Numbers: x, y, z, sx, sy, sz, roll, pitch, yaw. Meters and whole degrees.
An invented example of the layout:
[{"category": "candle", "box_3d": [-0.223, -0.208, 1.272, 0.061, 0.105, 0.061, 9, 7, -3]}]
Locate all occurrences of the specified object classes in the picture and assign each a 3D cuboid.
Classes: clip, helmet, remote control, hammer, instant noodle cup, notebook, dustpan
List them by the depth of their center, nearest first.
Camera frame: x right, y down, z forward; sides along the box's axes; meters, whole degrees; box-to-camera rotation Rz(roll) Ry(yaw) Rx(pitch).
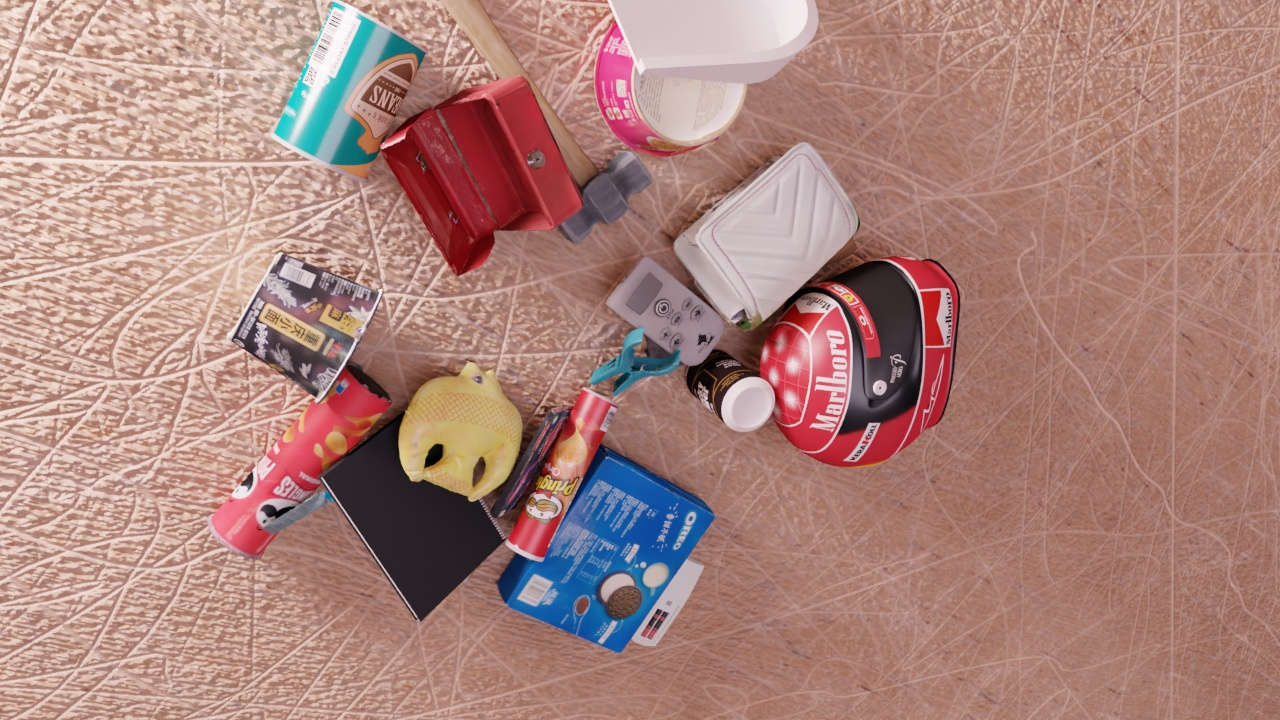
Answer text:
[{"category": "dustpan", "box_3d": [0.076, -0.384, 0.951, 0.257, 0.053, 0.191, -10, 73, -41]}, {"category": "instant noodle cup", "box_3d": [-0.350, -0.042, 0.953, 0.112, 0.137, 0.137, 31, 95, -19]}, {"category": "hammer", "box_3d": [-0.118, -0.283, 0.997, 0.117, 0.051, 0.323, -40, 115, -5]}, {"category": "instant noodle cup", "box_3d": [0.043, -0.314, 1.028, 0.178, 0.077, 0.179, -7, 111, -19]}, {"category": "notebook", "box_3d": [-0.256, 0.172, 1.063, 0.148, 0.016, 0.207, -42, 114, -37]}, {"category": "remote control", "box_3d": [0.035, -0.055, 1.091, 0.151, 0.019, 0.074, 36, 90, -30]}, {"category": "clip", "box_3d": [0.009, 0.011, 1.115, 0.121, 0.031, 0.130, 14, 144, -10]}, {"category": "helmet", "box_3d": [0.264, 0.002, 1.163, 0.224, 0.198, 0.271, -2, 105, -25]}, {"category": "hammer", "box_3d": [0.136, -0.090, 1.168, 0.328, 0.052, 0.098, -26, 116, -14]}, {"category": "remote control", "box_3d": [0.035, 0.341, 1.295, 0.049, 0.024, 0.143, 30, 96, -27]}]

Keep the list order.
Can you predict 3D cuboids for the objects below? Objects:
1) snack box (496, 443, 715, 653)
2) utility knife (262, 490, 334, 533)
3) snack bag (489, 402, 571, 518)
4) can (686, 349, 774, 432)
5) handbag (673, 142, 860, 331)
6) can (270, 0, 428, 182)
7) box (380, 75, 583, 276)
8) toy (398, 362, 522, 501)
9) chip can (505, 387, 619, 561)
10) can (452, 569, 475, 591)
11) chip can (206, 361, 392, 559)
[{"category": "snack box", "box_3d": [-0.043, 0.250, 1.214, 0.195, 0.056, 0.239, 32, 94, -28]}, {"category": "utility knife", "box_3d": [-0.324, 0.132, 1.041, 0.224, 0.015, 0.031, -34, 129, -35]}, {"category": "snack bag", "box_3d": [-0.135, 0.123, 1.126, 0.018, 0.074, 0.155, 31, 98, 9]}, {"category": "can", "box_3d": [0.111, 0.036, 1.153, 0.071, 0.128, 0.072, -7, 111, -19]}, {"category": "handbag", "box_3d": [0.154, -0.147, 1.101, 0.198, 0.096, 0.142, -41, 103, -18]}, {"category": "can", "box_3d": [-0.286, -0.264, 0.905, 0.099, 0.099, 0.144, 24, 99, -27]}, {"category": "box", "box_3d": [-0.154, -0.204, 0.959, 0.156, 0.146, 0.157, -24, 117, 8]}, {"category": "toy", "box_3d": [-0.205, 0.079, 1.069, 0.170, 0.065, 0.154, 29, 72, -44]}, {"category": "chip can", "box_3d": [-0.096, 0.139, 1.134, 0.051, 0.052, 0.214, 28, 87, -27]}, {"category": "can", "box_3d": [-0.272, 0.208, 1.102, 0.067, 0.067, 0.170, -42, 118, -3]}, {"category": "chip can", "box_3d": [-0.376, 0.110, 1.024, 0.073, 0.073, 0.233, 41, 90, -28]}]
